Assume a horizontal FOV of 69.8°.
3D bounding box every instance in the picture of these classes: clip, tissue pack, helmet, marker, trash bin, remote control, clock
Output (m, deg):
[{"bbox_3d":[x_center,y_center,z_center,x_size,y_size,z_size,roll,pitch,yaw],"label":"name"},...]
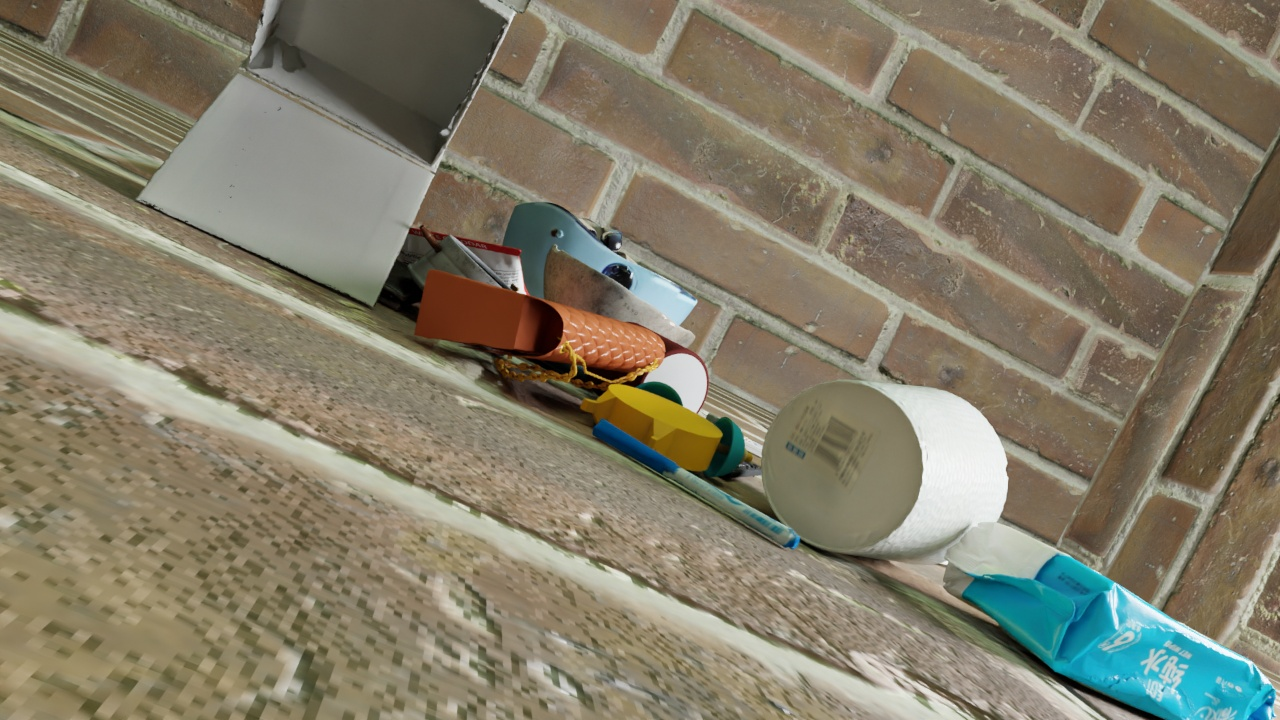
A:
[{"bbox_3d":[0.078,0.071,0.897,0.023,0.045,0.076,29,3,23],"label":"clip"},{"bbox_3d":[0.304,0.177,0.595,0.209,0.066,0.117,27,1,-22],"label":"tissue pack"},{"bbox_3d":[-0.064,-0.094,1.197,0.265,0.167,0.225,25,5,-7],"label":"helmet"},{"bbox_3d":[0.031,0.071,0.539,0.142,0.013,0.013,28,3,25],"label":"marker"},{"bbox_3d":[0.163,0.074,0.622,0.133,0.133,0.161,28,8,33],"label":"trash bin"},{"bbox_3d":[0.104,0.086,1.042,0.136,0.011,0.050,27,2,2],"label":"remote control"},{"bbox_3d":[0.074,0.085,0.744,0.030,0.009,0.140,27,2,18],"label":"remote control"},{"bbox_3d":[0.020,0.046,0.637,0.099,0.044,0.129,28,10,32],"label":"clock"},{"bbox_3d":[-0.133,-0.049,0.750,0.104,0.056,0.148,44,2,17],"label":"clock"}]

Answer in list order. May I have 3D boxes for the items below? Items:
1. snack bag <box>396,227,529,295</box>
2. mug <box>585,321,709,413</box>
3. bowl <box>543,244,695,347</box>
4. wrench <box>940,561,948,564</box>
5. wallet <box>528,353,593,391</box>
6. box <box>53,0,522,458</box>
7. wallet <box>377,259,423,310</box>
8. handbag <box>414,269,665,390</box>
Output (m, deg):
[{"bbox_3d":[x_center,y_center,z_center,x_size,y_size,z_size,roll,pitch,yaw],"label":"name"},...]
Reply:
[{"bbox_3d":[-0.157,-0.074,0.836,0.131,0.039,0.144,13,-22,11],"label":"snack bag"},{"bbox_3d":[-0.004,0.005,0.767,0.105,0.073,0.082,42,-8,-37],"label":"mug"},{"bbox_3d":[-0.036,-0.040,0.955,0.178,0.081,0.178,31,3,-2],"label":"bowl"},{"bbox_3d":[0.262,0.173,0.827,0.273,0.018,0.066,23,4,-46],"label":"wrench"},{"bbox_3d":[-0.065,0.001,0.870,0.089,0.026,0.115,29,3,7],"label":"wallet"},{"bbox_3d":[-0.237,-0.136,0.651,0.167,0.379,0.172,26,-14,-17],"label":"box"},{"bbox_3d":[-0.225,-0.074,0.748,0.099,0.031,0.120,28,8,-7],"label":"wallet"},{"bbox_3d":[-0.062,-0.014,0.649,0.109,0.060,0.171,12,1,23],"label":"handbag"}]
